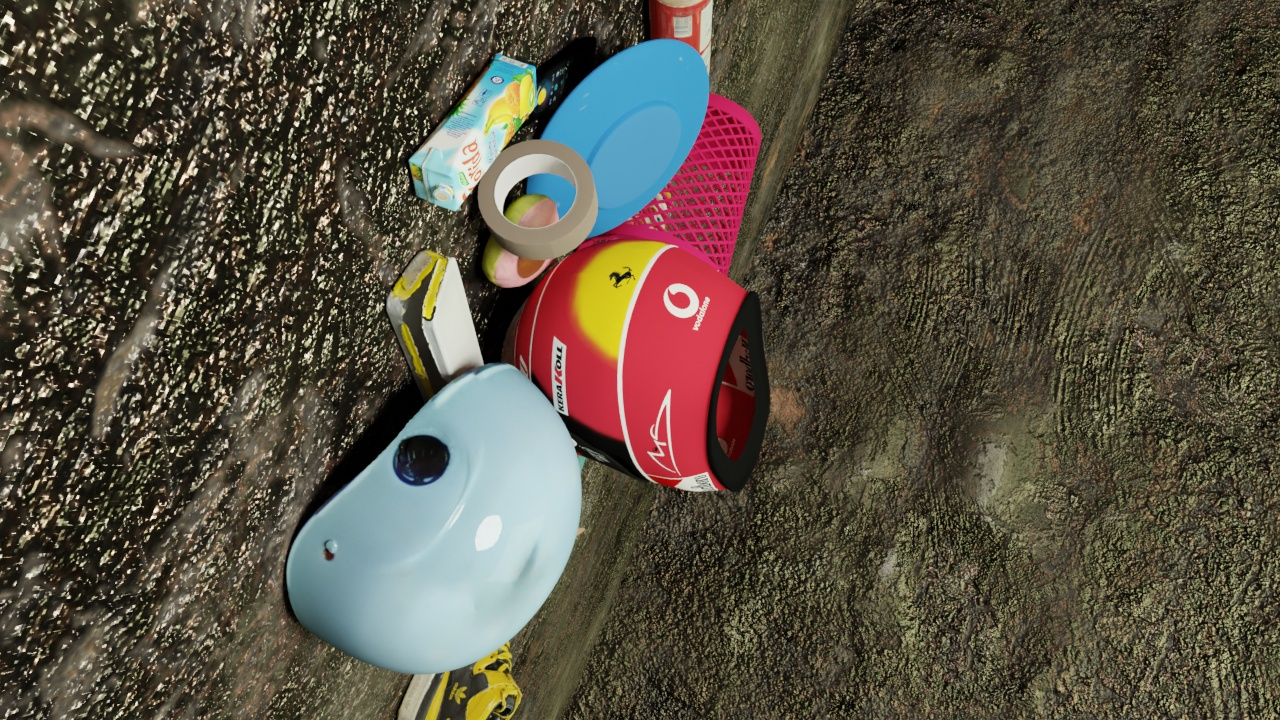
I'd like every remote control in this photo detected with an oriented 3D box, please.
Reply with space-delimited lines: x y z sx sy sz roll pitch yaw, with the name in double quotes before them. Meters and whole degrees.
"remote control" -0.076 -0.234 0.771 0.151 0.020 0.041 -55 165 -48

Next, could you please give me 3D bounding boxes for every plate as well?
"plate" -0.012 -0.199 0.880 0.224 0.024 0.225 -35 156 -19

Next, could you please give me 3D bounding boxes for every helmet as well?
"helmet" -0.005 0.005 0.875 0.271 0.225 0.197 73 35 -54
"helmet" -0.140 0.137 0.749 0.265 0.167 0.226 -56 166 -16

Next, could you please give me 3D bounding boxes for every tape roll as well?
"tape roll" -0.082 -0.130 0.741 0.030 0.094 0.093 78 35 -72

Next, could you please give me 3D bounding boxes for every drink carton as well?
"drink carton" -0.117 -0.162 0.650 0.044 0.038 0.128 96 19 -57

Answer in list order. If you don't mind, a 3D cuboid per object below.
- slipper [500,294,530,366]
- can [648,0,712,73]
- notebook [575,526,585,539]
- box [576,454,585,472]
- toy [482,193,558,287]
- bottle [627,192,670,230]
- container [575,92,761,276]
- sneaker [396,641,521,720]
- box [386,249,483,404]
"slipper" -0.107 0.018 1.014 0.240 0.064 0.094 103 13 -46
"can" 0.044 -0.359 0.996 0.170 0.067 0.067 83 30 -70
"notebook" -0.163 0.243 1.019 0.210 0.022 0.169 -36 168 0
"box" -0.075 0.091 1.119 0.182 0.039 0.226 72 37 -78
"toy" -0.100 -0.106 0.818 0.090 0.051 0.110 -62 175 9
"bottle" 0.003 -0.173 1.189 0.063 0.063 0.108 55 58 -78
"container" 0.050 -0.189 1.090 0.183 0.183 0.225 84 26 -69
"sneaker" -0.191 0.365 1.141 0.086 0.122 0.238 97 19 -61
"box" -0.156 -0.009 0.753 0.210 0.045 0.065 92 20 -61
